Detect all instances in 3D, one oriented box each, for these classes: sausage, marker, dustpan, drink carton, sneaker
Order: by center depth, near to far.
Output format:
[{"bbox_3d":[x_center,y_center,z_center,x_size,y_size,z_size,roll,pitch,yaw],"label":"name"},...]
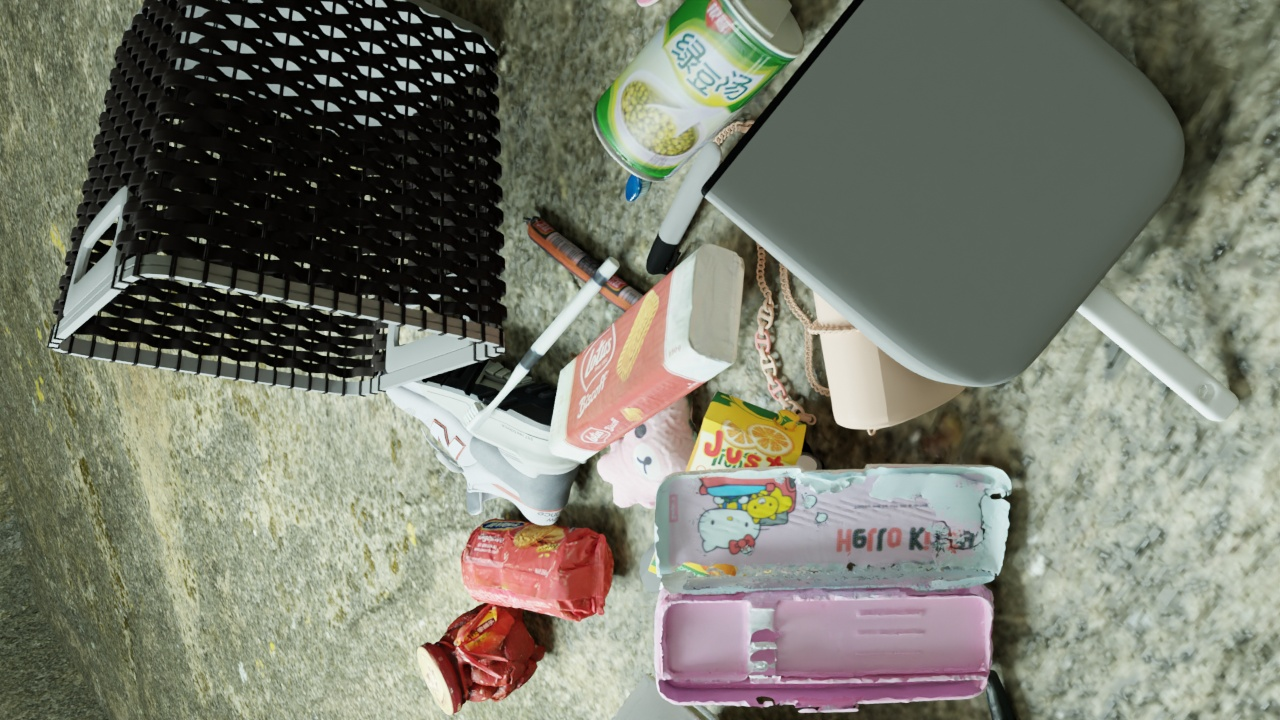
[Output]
[{"bbox_3d":[0.177,-0.057,0.415,0.257,0.033,0.163,39,91,-2],"label":"dustpan"},{"bbox_3d":[0.053,0.082,0.561,0.058,0.041,0.123,21,115,7],"label":"drink carton"},{"bbox_3d":[0.029,-0.094,0.600,0.022,0.016,0.139,34,148,1],"label":"marker"},{"bbox_3d":[-0.038,-0.068,0.693,0.155,0.020,0.020,38,129,27],"label":"sausage"},{"bbox_3d":[-0.144,0.069,0.802,0.240,0.088,0.124,18,116,35],"label":"sneaker"}]

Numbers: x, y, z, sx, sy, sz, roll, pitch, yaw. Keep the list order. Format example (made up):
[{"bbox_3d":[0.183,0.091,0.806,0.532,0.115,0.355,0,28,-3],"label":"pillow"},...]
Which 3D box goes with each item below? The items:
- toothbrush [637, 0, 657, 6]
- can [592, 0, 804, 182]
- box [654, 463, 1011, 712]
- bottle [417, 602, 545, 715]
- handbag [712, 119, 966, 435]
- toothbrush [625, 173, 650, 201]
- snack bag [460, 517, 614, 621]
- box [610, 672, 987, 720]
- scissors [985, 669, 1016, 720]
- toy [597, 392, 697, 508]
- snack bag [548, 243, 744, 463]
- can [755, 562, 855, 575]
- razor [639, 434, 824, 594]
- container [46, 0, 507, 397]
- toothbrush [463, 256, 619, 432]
[{"bbox_3d":[0.038,-0.253,0.546,0.135,0.016,0.021,-26,87,46],"label":"toothbrush"},{"bbox_3d":[0.032,-0.168,0.541,0.121,0.067,0.067,-38,79,39],"label":"can"},{"bbox_3d":[0.108,0.131,0.537,0.201,0.041,0.154,-1,101,-1],"label":"box"},{"bbox_3d":[-0.147,0.275,0.874,0.099,0.111,0.099,33,134,43],"label":"bottle"},{"bbox_3d":[0.087,-0.040,0.513,0.188,0.116,0.199,-1,106,44],"label":"handbag"},{"bbox_3d":[0.016,-0.165,0.607,0.021,0.017,0.135,37,126,23],"label":"toothbrush"},{"bbox_3d":[-0.097,0.183,0.807,0.177,0.082,0.082,-5,103,45],"label":"snack bag"},{"bbox_3d":[0.113,0.295,0.689,0.167,0.444,0.165,34,117,30],"label":"box"},{"bbox_3d":[0.243,0.248,0.551,0.118,0.019,0.148,39,131,26],"label":"scissors"},{"bbox_3d":[0.012,0.072,0.671,0.096,0.052,0.099,-31,85,19],"label":"toy"},{"bbox_3d":[-0.004,0.004,0.623,0.226,0.041,0.077,-36,41,55],"label":"snack bag"},{"bbox_3d":[0.095,0.151,0.619,0.105,0.067,0.067,-39,78,44],"label":"can"},{"bbox_3d":[0.055,0.106,0.623,0.156,0.060,0.057,-52,39,27],"label":"razor"},{"bbox_3d":[-0.255,-0.125,0.676,0.248,0.245,0.243,-14,70,46],"label":"container"},{"bbox_3d":[-0.079,-0.011,0.697,0.187,0.012,0.017,-47,67,22],"label":"toothbrush"}]
